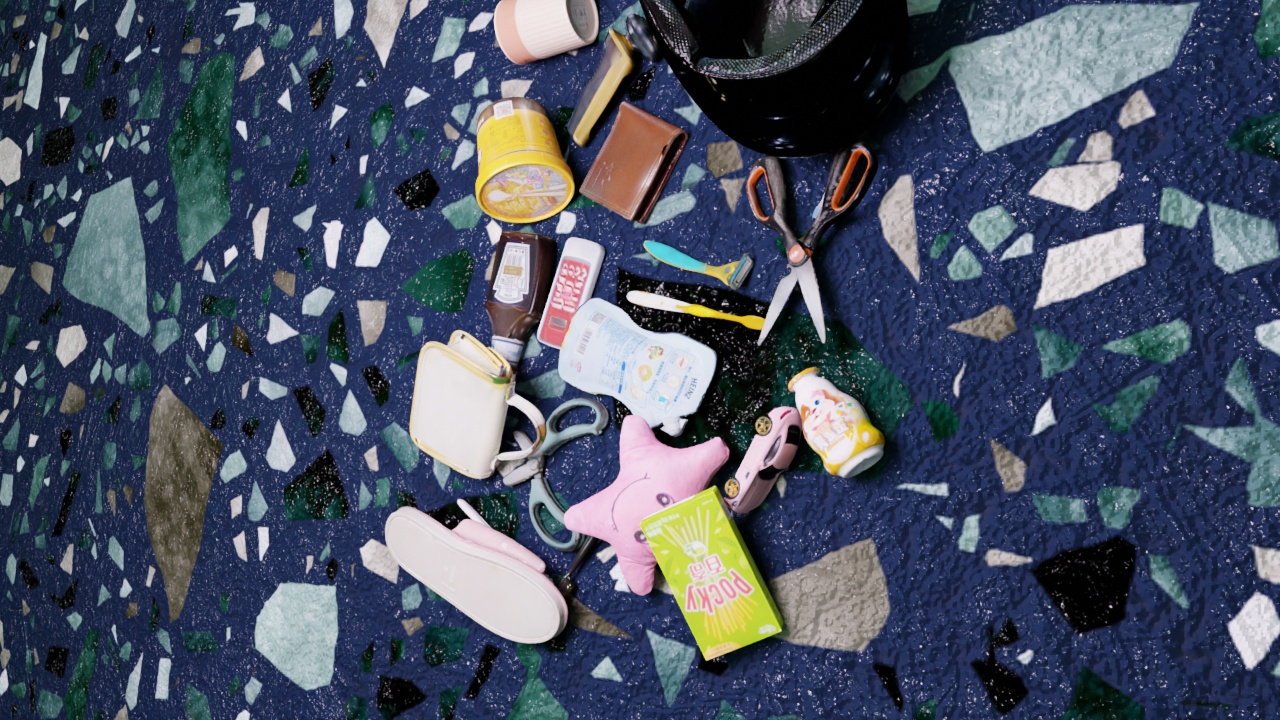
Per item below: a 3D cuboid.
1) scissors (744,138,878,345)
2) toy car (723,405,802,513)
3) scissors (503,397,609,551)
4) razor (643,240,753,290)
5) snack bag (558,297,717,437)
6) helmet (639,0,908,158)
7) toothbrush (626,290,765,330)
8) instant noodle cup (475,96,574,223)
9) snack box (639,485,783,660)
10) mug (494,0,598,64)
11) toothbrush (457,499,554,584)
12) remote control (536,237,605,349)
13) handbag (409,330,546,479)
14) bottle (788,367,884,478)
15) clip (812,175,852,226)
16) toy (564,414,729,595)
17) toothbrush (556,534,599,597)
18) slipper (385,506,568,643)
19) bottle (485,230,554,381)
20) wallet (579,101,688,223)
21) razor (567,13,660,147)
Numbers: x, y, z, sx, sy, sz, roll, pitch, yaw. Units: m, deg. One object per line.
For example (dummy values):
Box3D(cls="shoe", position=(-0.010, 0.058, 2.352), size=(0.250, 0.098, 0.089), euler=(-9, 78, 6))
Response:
Box3D(cls="scissors", position=(0.167, -0.131, 0.938), size=(0.228, 0.021, 0.220), euler=(-46, 53, 25))
Box3D(cls="toy car", position=(0.127, 0.102, 0.926), size=(0.037, 0.056, 0.122), euler=(33, 100, 39))
Box3D(cls="scissors", position=(-0.089, 0.135, 1.080), size=(0.172, 0.019, 0.170), euler=(-34, 67, 22))
Box3D(cls="razor", position=(0.059, -0.111, 1.018), size=(0.133, 0.028, 0.043), euler=(20, 70, 30))
Box3D(cls="snack bag", position=(-0.006, 0.006, 1.037), size=(0.191, 0.038, 0.110), euler=(26, 91, 31))
Box3D(cls="helmet", position=(0.137, -0.334, 0.892), size=(0.234, 0.230, 0.274), euler=(-23, 45, 17))
Box3D(cls="toothbrush", position=(0.061, -0.056, 1.018), size=(0.192, 0.018, 0.016), euler=(15, 88, 36))
Box3D(cls="instant noodle cup", position=(-0.148, -0.249, 1.126), size=(0.119, 0.118, 0.114), euler=(-26, 62, 27))
Box3D(cls="snack box", position=(0.071, 0.213, 0.918), size=(0.086, 0.026, 0.156), euler=(-25, 92, 14))
Box3D(cls="mug", position=(-0.112, -0.436, 1.158), size=(0.106, 0.082, 0.114), euler=(-4, 51, 30))
Box3D(cls="toothbrush", position=(-0.167, 0.221, 1.117), size=(0.180, 0.016, 0.016), euler=(36, 94, 31))
Box3D(cls="remote control", position=(-0.085, -0.081, 1.110), size=(0.056, 0.020, 0.136), euler=(20, 93, 34))
Box3D(cls="handbag", position=(-0.187, 0.066, 1.104), size=(0.179, 0.063, 0.164), euler=(30, 125, 19))
Box3D(cls="bottle", position=(0.186, 0.058, 0.890), size=(0.063, 0.063, 0.108), euler=(-41, 63, 20))
Box3D(cls="clip", position=(0.199, -0.169, 0.945), size=(0.026, 0.036, 0.058), euler=(31, 98, 38))
Box3D(cls="toy", position=(0.024, 0.155, 0.970), size=(0.178, 0.074, 0.195), euler=(38, 105, 17))
Box3D(cls="toothbrush", position=(-0.040, 0.180, 1.036), size=(0.027, 0.026, 0.213), euler=(39, 104, 37))
Box3D(cls="slipper", position=(-0.193, 0.247, 1.093), size=(0.275, 0.054, 0.114), euler=(19, 115, 27))
Box3D(cls="bottle", position=(-0.157, -0.062, 1.140), size=(0.080, 0.044, 0.195), euler=(10, 88, 33))
Box3D(cls="wallet", position=(-0.011, -0.233, 1.083), size=(0.101, 0.032, 0.124), euler=(33, 100, 34))
Box3D(cls="razor", position=(-0.035, -0.335, 1.106), size=(0.067, 0.062, 0.168), euler=(34, 108, 0))
